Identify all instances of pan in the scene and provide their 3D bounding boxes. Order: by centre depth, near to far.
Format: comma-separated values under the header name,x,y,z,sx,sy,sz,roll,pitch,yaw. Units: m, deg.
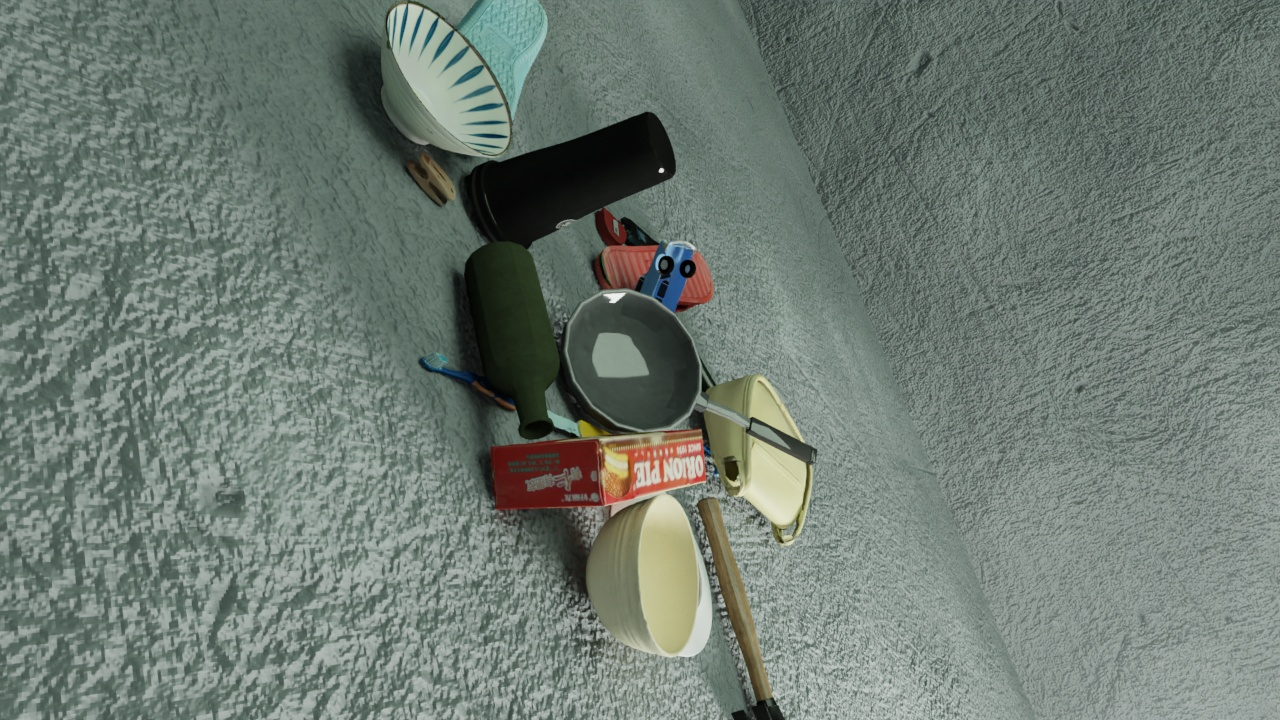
name,x,y,z,sx,sy,sz,roll,pitch,yaw
pan,0.061,0.044,1.079,0.357,0.041,0.178,27,57,-18

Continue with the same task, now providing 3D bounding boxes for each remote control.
name,x,y,z,sx,sy,sz,roll,pitch,yaw
remote control,0.019,-0.171,1.416,0.150,0.022,0.047,33,38,-51

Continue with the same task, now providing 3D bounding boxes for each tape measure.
name,x,y,z,sx,sy,sz,roll,pitch,yaw
tape measure,-0.039,-0.184,1.306,0.059,0.019,0.051,42,31,-43

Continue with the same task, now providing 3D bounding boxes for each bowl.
name,x,y,z,sx,sy,sz,roll,pitch,yaw
bowl,-0.004,0.206,0.878,0.150,0.075,0.150,-8,90,-68
bowl,-0.216,-0.272,0.944,0.177,0.071,0.177,43,32,-35

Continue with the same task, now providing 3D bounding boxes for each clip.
name,x,y,z,sx,sy,sz,roll,pitch,yaw
clip,-0.208,-0.185,0.927,0.061,0.049,0.025,21,40,-20

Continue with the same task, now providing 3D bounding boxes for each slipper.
name,x,y,z,sx,sy,sz,roll,pitch,yaw
slipper,-0.187,-0.348,1.091,0.116,0.070,0.275,38,51,-27
slipper,0.017,-0.114,1.306,0.248,0.059,0.103,-7,73,-50

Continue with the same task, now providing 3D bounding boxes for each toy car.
name,x,y,z,sx,sy,sz,roll,pitch,yaw
toy car,0.023,-0.088,1.204,0.056,0.153,0.055,4,23,-46

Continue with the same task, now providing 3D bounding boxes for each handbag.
name,x,y,z,sx,sy,sz,roll,pitch,yaw
handbag,0.167,0.141,1.317,0.233,0.089,0.190,45,45,-42

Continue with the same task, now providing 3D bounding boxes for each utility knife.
name,x,y,z,sx,sy,sz,roll,pitch,yaw
utility knife,-0.048,0.084,1.007,0.217,0.019,0.030,36,30,-57

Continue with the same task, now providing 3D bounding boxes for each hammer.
name,x,y,z,sx,sy,sz,roll,pitch,yaw
hammer,0.120,0.311,1.101,0.132,0.040,0.305,33,37,-61

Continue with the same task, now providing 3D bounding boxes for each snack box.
name,x,y,z,sx,sy,sz,roll,pitch,yaw
snack box,-0.032,0.102,0.886,0.236,0.113,0.060,5,79,-64

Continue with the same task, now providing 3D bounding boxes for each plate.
name,x,y,z,sx,sy,sz,roll,pitch,yaw
plate,0.032,0.226,1.032,0.208,0.015,0.208,47,28,-35

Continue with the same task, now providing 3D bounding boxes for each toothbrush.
name,x,y,z,sx,sy,sz,roll,pitch,yaw
toothbrush,-0.152,0.020,0.850,0.135,0.017,0.021,33,35,-51

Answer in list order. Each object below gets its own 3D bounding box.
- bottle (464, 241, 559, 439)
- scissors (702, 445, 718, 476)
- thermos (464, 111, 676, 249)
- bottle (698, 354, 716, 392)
name,x,y,z,sx,sy,sz,roll,pitch,yaw
bottle,-0.117,-0.019,0.865,0.071,0.072,0.206,36,29,-49
scissors,0.122,0.152,1.317,0.110,0.018,0.130,60,22,-2
thermos,-0.075,-0.195,0.992,0.106,0.219,0.105,49,32,-46
bottle,0.069,-0.005,1.336,0.123,0.033,0.033,60,23,-8
